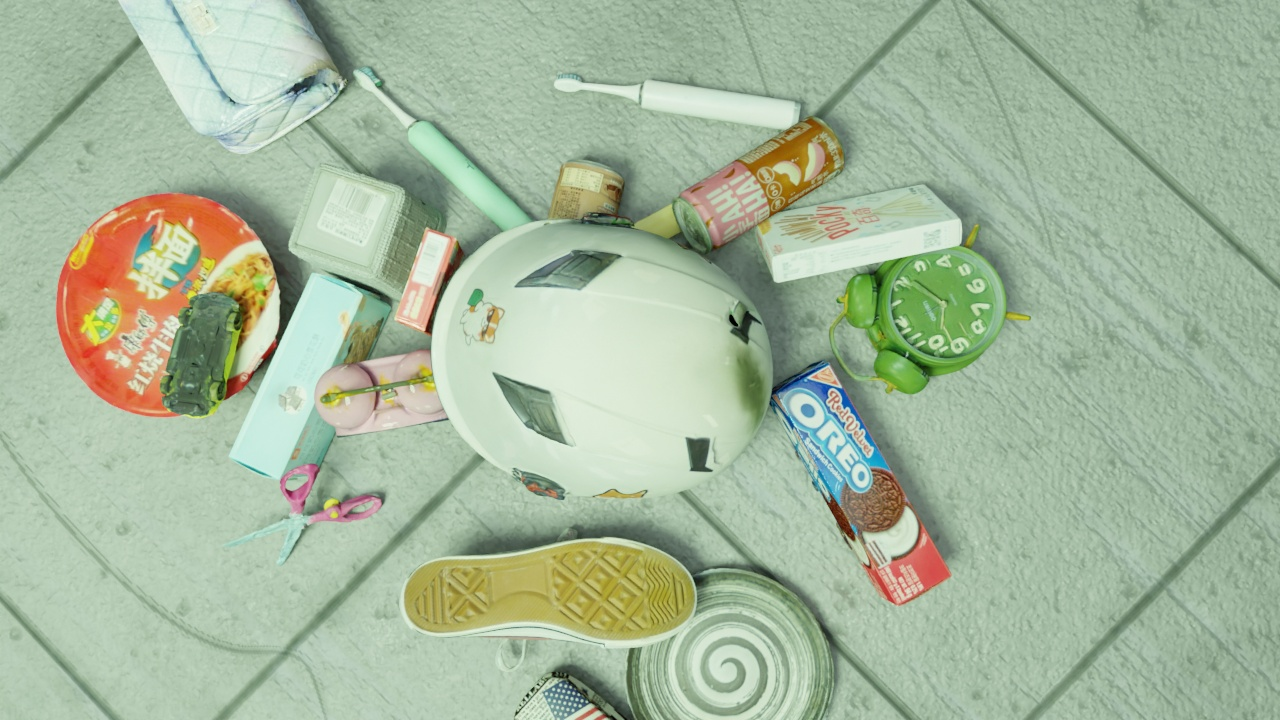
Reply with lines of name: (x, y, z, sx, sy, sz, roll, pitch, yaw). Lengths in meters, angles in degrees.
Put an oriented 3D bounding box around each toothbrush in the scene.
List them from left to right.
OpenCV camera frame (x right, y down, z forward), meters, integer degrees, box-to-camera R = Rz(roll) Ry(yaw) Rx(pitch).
toothbrush: (-0.178, -0.185, 0.824, 0.224, 0.027, 0.027, 43, 49, 4)
toothbrush: (0.032, -0.234, 0.821, 0.221, 0.027, 0.026, 9, 45, 3)

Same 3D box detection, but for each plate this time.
plate: (0.076, 0.269, 0.792, 0.179, 0.024, 0.179, 0, 85, 3)

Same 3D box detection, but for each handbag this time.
handbag: (-0.365, -0.292, 0.812, 0.134, 0.075, 0.194, -32, 87, -1)

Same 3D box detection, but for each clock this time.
clock: (-0.197, 0.026, 0.746, 0.117, 0.158, 0.060, -9, 90, -1)
clock: (0.239, -0.038, 0.788, 0.161, 0.056, 0.116, -28, 85, 0)

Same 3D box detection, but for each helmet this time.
helmet: (-0.004, 0.004, 0.700, 0.273, 0.157, 0.230, 19, 83, -35)

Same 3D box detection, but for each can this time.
can: (-0.054, -0.111, 0.800, 0.058, 0.058, 0.116, 14, 87, 2)
can: (0.102, -0.151, 0.787, 0.147, 0.058, 0.058, -32, 86, -10)

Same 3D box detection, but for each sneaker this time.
sneaker: (-0.076, 0.198, 0.769, 0.241, 0.088, 0.118, 0, 73, -8)

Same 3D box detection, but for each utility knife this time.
utility knife: (-0.014, -0.100, 0.780, 0.220, 0.022, 0.031, -33, 109, -29)

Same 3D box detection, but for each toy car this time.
toy car: (-0.356, -0.004, 0.752, 0.048, 0.032, 0.105, 6, 76, 2)

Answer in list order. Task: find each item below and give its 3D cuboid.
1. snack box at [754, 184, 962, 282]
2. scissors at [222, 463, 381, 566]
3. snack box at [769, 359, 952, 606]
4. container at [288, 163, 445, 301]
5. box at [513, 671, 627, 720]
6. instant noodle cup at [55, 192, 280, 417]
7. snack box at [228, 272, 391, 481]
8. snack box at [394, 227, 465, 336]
snack box: (0.181, -0.110, 0.781, 0.157, 0.084, 0.027, -11, 121, 1)
scissors: (-0.291, 0.131, 0.782, 0.133, 0.130, 0.017, -18, 50, -12)
snack box: (0.182, 0.102, 0.781, 0.057, 0.058, 0.207, -29, 86, -3)
container: (-0.231, -0.108, 0.777, 0.090, 0.114, 0.090, 18, 88, 3)
box: (-0.033, 0.329, 0.754, 0.163, 0.083, 0.075, 42, 109, 8)
instant noodle cup: (-0.399, -0.045, 0.804, 0.194, 0.066, 0.193, 0, 86, 2)
snack box: (-0.282, 0.015, 0.791, 0.051, 0.074, 0.175, 23, 88, 4)
snack box: (-0.169, -0.059, 0.753, 0.025, 0.153, 0.075, 20, 87, -7)
